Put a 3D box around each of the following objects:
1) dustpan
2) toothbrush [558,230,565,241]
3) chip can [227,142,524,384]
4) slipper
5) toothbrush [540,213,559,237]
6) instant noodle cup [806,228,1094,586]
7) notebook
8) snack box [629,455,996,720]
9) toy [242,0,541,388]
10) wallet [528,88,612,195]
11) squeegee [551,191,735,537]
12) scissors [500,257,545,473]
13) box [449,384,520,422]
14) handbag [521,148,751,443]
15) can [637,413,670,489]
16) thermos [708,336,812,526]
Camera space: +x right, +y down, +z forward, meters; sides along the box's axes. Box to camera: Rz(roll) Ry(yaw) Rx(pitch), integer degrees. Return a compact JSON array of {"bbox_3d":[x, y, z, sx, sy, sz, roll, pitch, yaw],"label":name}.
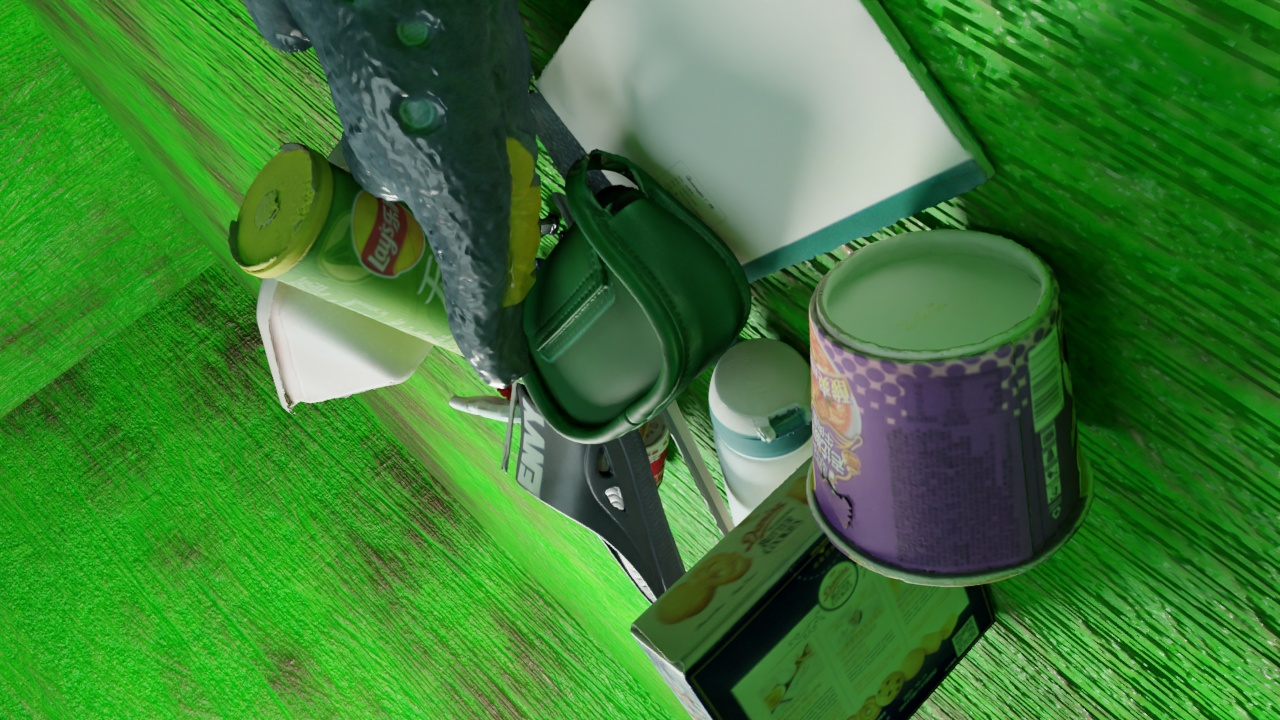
[{"bbox_3d":[-0.202,-0.089,0.662,0.139,0.222,0.274,43,152,-29],"label":"dustpan"},{"bbox_3d":[-0.050,-0.038,0.724,0.014,0.016,0.190,37,158,23],"label":"toothbrush"},{"bbox_3d":[-0.122,-0.046,0.541,0.072,0.072,0.221,30,-178,40],"label":"chip can"},{"bbox_3d":[-0.040,0.097,0.692,0.111,0.083,0.268,28,144,58],"label":"slipper"},{"bbox_3d":[-0.093,-0.090,0.712,0.189,0.016,0.014,172,83,-69],"label":"toothbrush"},{"bbox_3d":[0.112,0.011,0.350,0.112,0.111,0.099,26,143,47],"label":"instant noodle cup"},{"bbox_3d":[0.033,-0.104,0.397,0.150,0.012,0.210,51,156,-9],"label":"notebook"},{"bbox_3d":[0.106,0.143,0.498,0.046,0.177,0.182,28,153,52],"label":"snack box"},{"bbox_3d":[-0.117,-0.158,0.416,0.138,0.091,0.356,-22,95,54],"label":"toy"},{"bbox_3d":[-0.013,-0.105,0.512,0.097,0.019,0.121,8,136,59],"label":"wallet"},{"bbox_3d":[-0.004,0.004,0.655,0.246,0.039,0.247,63,170,-6],"label":"squeegee"},{"bbox_3d":[-0.099,0.002,0.732,0.012,0.173,0.128,10,-158,-21],"label":"scissors"},{"bbox_3d":[-0.137,0.038,0.946,0.094,0.091,0.202,52,160,-18],"label":"box"},{"bbox_3d":[-0.019,-0.027,0.470,0.120,0.067,0.132,51,140,3],"label":"handbag"},{"bbox_3d":[-0.003,0.076,0.791,0.053,0.053,0.133,41,160,17],"label":"can"},{"bbox_3d":[0.084,0.071,0.581,0.073,0.073,0.224,34,157,33],"label":"thermos"}]
